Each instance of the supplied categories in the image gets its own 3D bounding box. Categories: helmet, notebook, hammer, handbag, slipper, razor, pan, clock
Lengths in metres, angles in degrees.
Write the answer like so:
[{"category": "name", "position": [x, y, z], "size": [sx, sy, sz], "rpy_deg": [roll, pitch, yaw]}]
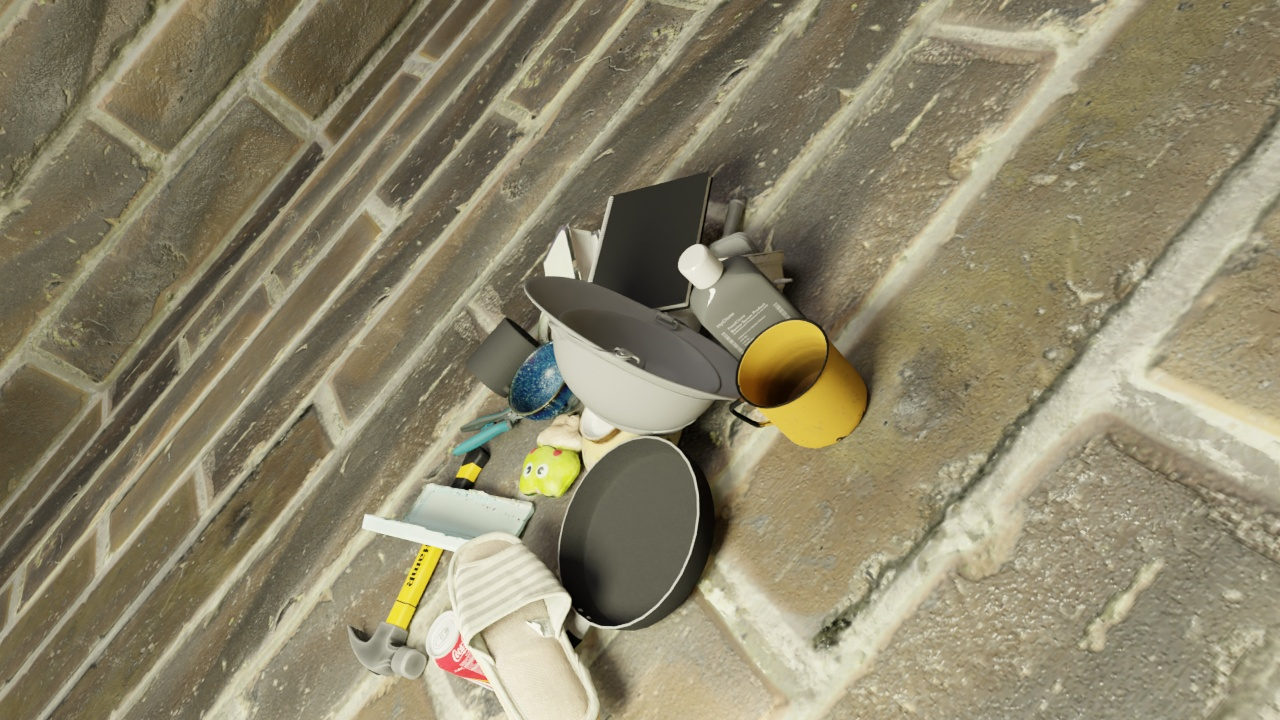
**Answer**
[{"category": "helmet", "position": [-0.020, 0.016, 0.998], "size": [0.118, 0.271, 0.183], "rpy_deg": [-67, -9, 22]}, {"category": "notebook", "position": [0.007, -0.140, 1.140], "size": [0.149, 0.016, 0.206], "rpy_deg": [-8, 54, 30]}, {"category": "hammer", "position": [-0.284, 0.258, 1.226], "size": [0.170, 0.034, 0.323], "rpy_deg": [-4, 55, 46]}, {"category": "handbag", "position": [-0.095, -0.081, 1.281], "size": [0.176, 0.074, 0.151], "rpy_deg": [-54, 39, 43]}, {"category": "slipper", "position": [-0.122, 0.269, 0.925], "size": [0.114, 0.054, 0.272], "rpy_deg": [-18, 41, -17]}, {"category": "razor", "position": [0.113, -0.163, 1.166], "size": [0.088, 0.047, 0.116], "rpy_deg": [-19, 39, 35]}, {"category": "pan", "position": [-0.041, 0.248, 0.963], "size": [0.204, 0.044, 0.355], "rpy_deg": [27, 89, 52]}, {"category": "clock", "position": [0.113, -0.093, 1.074], "size": [0.103, 0.061, 0.157], "rpy_deg": [-9, 5, -9]}]

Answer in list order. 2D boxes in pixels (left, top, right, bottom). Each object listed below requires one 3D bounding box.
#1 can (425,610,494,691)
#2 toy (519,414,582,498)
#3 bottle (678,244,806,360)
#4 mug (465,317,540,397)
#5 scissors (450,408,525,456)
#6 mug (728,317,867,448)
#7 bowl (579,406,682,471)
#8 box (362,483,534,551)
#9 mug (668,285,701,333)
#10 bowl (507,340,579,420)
[{"category": "can", "position": [-0.177, 0.315, 0.998], "size": [0.064, 0.104, 0.064], "rpy_deg": [-27, 42, 28]}, {"category": "toy", "position": [-0.106, 0.117, 1.147], "size": [0.092, 0.043, 0.117], "rpy_deg": [-4, 54, 46]}, {"category": "bottle", "position": [0.104, -0.059, 0.970], "size": [0.084, 0.174, 0.046], "rpy_deg": [-42, 37, 11]}, {"category": "mug", "position": [-0.181, 0.006, 1.304], "size": [0.088, 0.078, 0.113], "rpy_deg": [-48, 64, 3]}, {"category": "scissors", "position": [-0.206, 0.090, 1.280], "size": [0.155, 0.019, 0.125], "rpy_deg": [-41, 27, -19]}, {"category": "mug", "position": [0.152, 0.031, 0.909], "size": [0.124, 0.094, 0.100], "rpy_deg": [-32, 41, 21]}, {"category": "bowl", "position": [-0.025, 0.078, 1.080], "size": [0.145, 0.063, 0.145], "rpy_deg": [-27, 43, 29]}, {"category": "box", "position": [-0.244, 0.202, 1.162], "size": [0.198, 0.074, 0.125], "rpy_deg": [4, 37, 34]}, {"category": "mug", "position": [0.041, -0.065, 1.142], "size": [0.107, 0.071, 0.089], "rpy_deg": [-43, 21, 59]}, {"category": "bowl", "position": [-0.114, 0.036, 1.211], "size": [0.115, 0.060, 0.114], "rpy_deg": [-29, 41, 29]}]
